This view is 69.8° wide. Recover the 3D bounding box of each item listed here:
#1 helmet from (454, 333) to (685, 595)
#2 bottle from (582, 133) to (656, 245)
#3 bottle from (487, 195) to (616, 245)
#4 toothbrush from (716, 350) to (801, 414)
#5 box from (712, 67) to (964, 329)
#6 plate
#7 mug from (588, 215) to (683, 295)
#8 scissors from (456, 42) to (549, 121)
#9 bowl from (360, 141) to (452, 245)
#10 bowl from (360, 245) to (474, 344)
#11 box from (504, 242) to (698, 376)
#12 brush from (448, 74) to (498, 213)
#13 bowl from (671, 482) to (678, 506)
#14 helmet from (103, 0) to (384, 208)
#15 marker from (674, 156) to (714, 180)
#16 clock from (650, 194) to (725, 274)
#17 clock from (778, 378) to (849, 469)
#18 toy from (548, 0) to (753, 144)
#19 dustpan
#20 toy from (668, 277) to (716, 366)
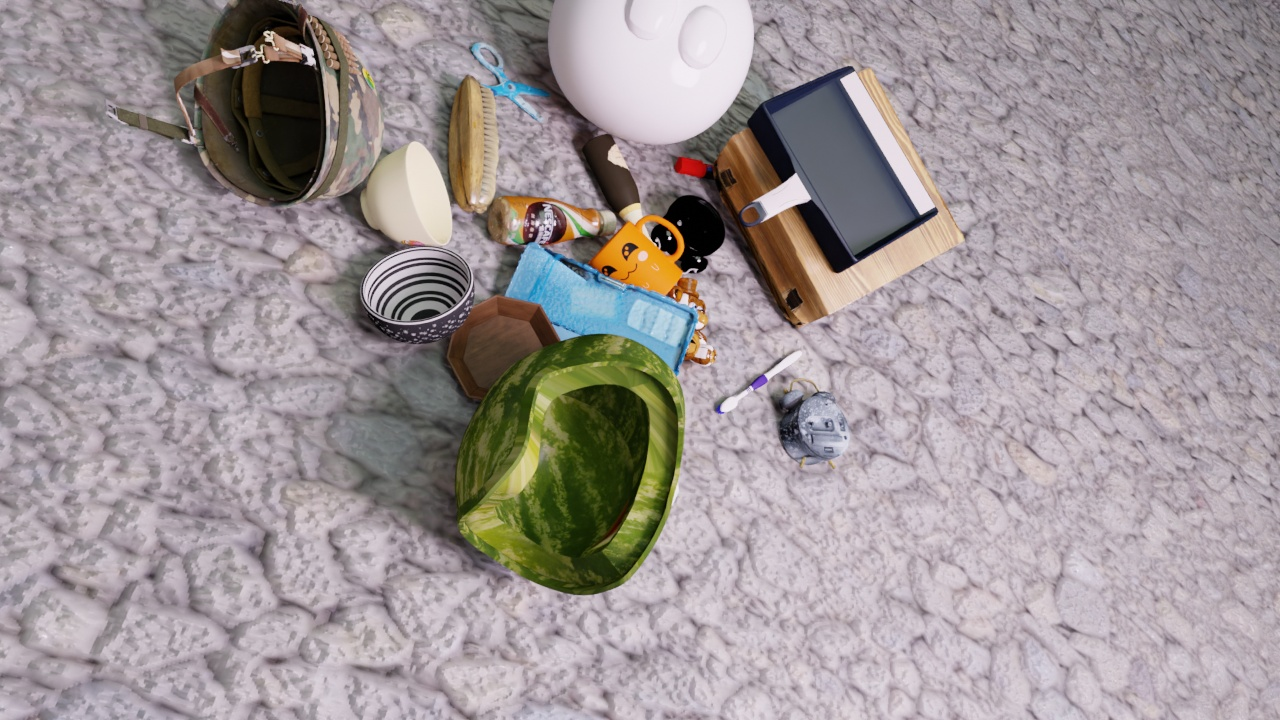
[{"bbox_3d":[-0.069,0.095,0.939,0.213,0.244,0.246,36,60,-16],"label":"helmet"},{"bbox_3d":[-0.020,-0.212,1.227,0.045,0.046,0.184,-20,81,-36],"label":"bottle"},{"bbox_3d":[-0.106,-0.174,1.150,0.166,0.059,0.059,-4,72,-35],"label":"bottle"},{"bbox_3d":[0.165,0.028,1.253,0.186,0.016,0.015,-32,88,-39],"label":"toothbrush"},{"bbox_3d":[0.254,-0.212,1.325,0.258,0.221,0.279,-28,91,-11],"label":"box"},{"bbox_3d":[-0.155,-0.009,1.047,0.131,0.025,0.131,2,77,-10],"label":"plate"},{"bbox_3d":[0.006,-0.130,1.169,0.096,0.113,0.077,43,17,-8],"label":"mug"},{"bbox_3d":[-0.185,-0.357,1.214,0.137,0.012,0.127,44,53,-9],"label":"scissors"},{"bbox_3d":[-0.271,-0.180,1.037,0.074,0.118,0.118,-12,71,9],"label":"bowl"},{"bbox_3d":[-0.239,-0.062,1.008,0.120,0.066,0.120,0,49,0],"label":"bowl"},{"bbox_3d":[-0.061,-0.026,1.097,0.231,0.034,0.174,23,68,-4],"label":"box"},{"bbox_3d":[-0.205,-0.268,1.132,0.043,0.059,0.195,14,60,-38],"label":"brush"},{"bbox_3d":[-0.002,0.140,1.075,0.117,0.061,0.117,13,62,-27],"label":"bowl"},{"bbox_3d":[-0.379,-0.268,0.937,0.224,0.193,0.235,66,26,-7],"label":"helmet"},{"bbox_3d":[0.117,-0.276,1.353,0.144,0.021,0.023,4,105,-30],"label":"marker"},{"bbox_3d":[0.063,-0.170,1.261,0.091,0.043,0.120,36,55,-13],"label":"clock"},{"bbox_3d":[0.234,0.083,1.248,0.090,0.052,0.129,6,67,-29],"label":"clock"},{"bbox_3d":[0.009,-0.422,1.205,0.262,0.281,0.266,24,94,-19],"label":"toy"},{"bbox_3d":[0.233,-0.235,1.177,0.273,0.080,0.236,-30,89,-9],"label":"dustpan"},{"bbox_3d":[0.061,-0.052,1.195,0.087,0.067,0.112,24,68,-49],"label":"toy"}]
